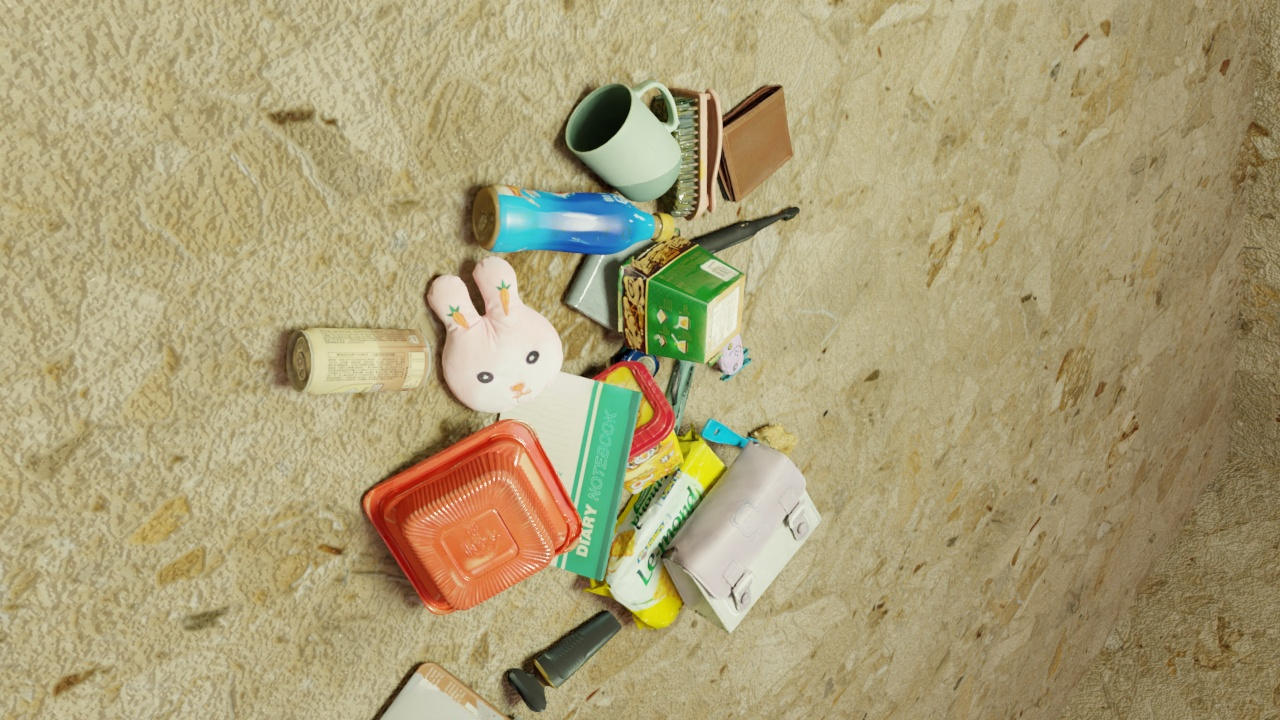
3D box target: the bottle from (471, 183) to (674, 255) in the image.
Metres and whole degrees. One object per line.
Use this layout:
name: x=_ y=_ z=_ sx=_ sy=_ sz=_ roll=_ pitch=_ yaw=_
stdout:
bottle: x=-0.060 y=-0.139 z=0.933 sx=0.218 sy=0.065 sz=0.065 roll=-2 pitch=107 yaw=-35

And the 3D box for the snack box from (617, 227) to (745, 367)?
snack box: x=0.051 y=-0.065 z=1.010 sx=0.118 sy=0.106 sz=0.118 roll=-40 pitch=142 yaw=-41

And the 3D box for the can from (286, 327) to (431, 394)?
can: x=-0.253 y=0.000 z=0.829 sx=0.116 sy=0.058 sz=0.058 roll=0 pitch=106 yaw=-43

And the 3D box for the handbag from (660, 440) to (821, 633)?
handbag: x=0.127 y=0.220 z=1.151 sx=0.196 sy=0.098 sz=0.145 roll=-47 pitch=127 yaw=-21

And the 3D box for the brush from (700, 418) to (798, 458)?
brush: x=0.145 y=0.111 z=1.227 sx=0.254 sy=0.046 sz=0.083 roll=24 pitch=96 yaw=-58

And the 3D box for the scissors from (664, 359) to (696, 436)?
scissors: x=0.051 y=0.018 z=1.092 sx=0.181 sy=0.019 sz=0.170 roll=-28 pitch=133 yaw=-77

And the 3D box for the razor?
razor: x=-0.088 y=0.366 z=1.134 sx=0.167 sy=0.062 sz=0.068 roll=-30 pitch=155 yaw=-38

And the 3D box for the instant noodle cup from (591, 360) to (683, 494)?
instant noodle cup: x=-0.013 y=0.083 z=1.041 sx=0.116 sy=0.116 sz=0.124 roll=-32 pitch=142 yaw=1

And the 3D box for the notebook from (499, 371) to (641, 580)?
notebook: x=-0.089 y=0.116 z=0.974 sx=0.012 sy=0.150 sz=0.209 roll=-20 pitch=123 yaw=-72

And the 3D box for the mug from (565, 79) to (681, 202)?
mug: x=-0.004 y=-0.231 z=0.948 sx=0.112 sy=0.082 sz=0.106 roll=-51 pitch=137 yaw=4

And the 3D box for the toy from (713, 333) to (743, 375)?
toy: x=0.108 y=-0.031 z=1.166 sx=0.083 sy=0.039 sz=0.108 roll=-67 pitch=145 yaw=-43

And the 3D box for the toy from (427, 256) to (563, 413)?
toy: x=-0.147 y=-0.021 z=0.914 sx=0.121 sy=0.054 sz=0.159 roll=-25 pitch=117 yaw=-4

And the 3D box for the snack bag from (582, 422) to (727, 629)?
snack bag: x=0.036 y=0.218 z=1.174 sx=0.246 sy=0.068 sz=0.158 roll=-56 pitch=135 yaw=-13

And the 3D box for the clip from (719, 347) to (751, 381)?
clip: x=0.126 y=0.005 z=1.215 sx=0.056 sy=0.014 sz=0.045 roll=-40 pitch=131 yaw=-27

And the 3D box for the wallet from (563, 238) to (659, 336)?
wallet: x=-0.017 y=-0.099 z=1.026 sx=0.106 sy=0.037 sz=0.129 roll=29 pitch=85 yaw=-44

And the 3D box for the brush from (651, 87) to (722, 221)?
brush: x=0.057 y=-0.228 z=1.027 sx=0.073 sy=0.063 sz=0.146 roll=-17 pitch=118 yaw=-26

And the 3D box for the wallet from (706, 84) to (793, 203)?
wallet: x=0.137 y=-0.263 z=1.113 sx=0.124 sy=0.032 sz=0.101 roll=-41 pitch=132 yaw=-24

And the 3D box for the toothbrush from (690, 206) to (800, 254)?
toothbrush: x=0.128 y=-0.161 z=1.147 sx=0.212 sy=0.026 sz=0.027 roll=-25 pitch=156 yaw=-36

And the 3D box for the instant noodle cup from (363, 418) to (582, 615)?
instant noodle cup: x=-0.159 y=0.165 z=0.912 sx=0.188 sy=0.079 sz=0.164 roll=-29 pitch=110 yaw=-5

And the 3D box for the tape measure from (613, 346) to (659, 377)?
tape measure: x=-0.006 y=0.006 z=1.085 sx=0.054 sy=0.025 sz=0.058 roll=-50 pitch=129 yaw=-15

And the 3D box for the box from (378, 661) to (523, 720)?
box: x=-0.212 y=0.467 z=1.035 sx=0.180 sy=0.198 sz=0.158 roll=-53 pitch=175 yaw=-15
